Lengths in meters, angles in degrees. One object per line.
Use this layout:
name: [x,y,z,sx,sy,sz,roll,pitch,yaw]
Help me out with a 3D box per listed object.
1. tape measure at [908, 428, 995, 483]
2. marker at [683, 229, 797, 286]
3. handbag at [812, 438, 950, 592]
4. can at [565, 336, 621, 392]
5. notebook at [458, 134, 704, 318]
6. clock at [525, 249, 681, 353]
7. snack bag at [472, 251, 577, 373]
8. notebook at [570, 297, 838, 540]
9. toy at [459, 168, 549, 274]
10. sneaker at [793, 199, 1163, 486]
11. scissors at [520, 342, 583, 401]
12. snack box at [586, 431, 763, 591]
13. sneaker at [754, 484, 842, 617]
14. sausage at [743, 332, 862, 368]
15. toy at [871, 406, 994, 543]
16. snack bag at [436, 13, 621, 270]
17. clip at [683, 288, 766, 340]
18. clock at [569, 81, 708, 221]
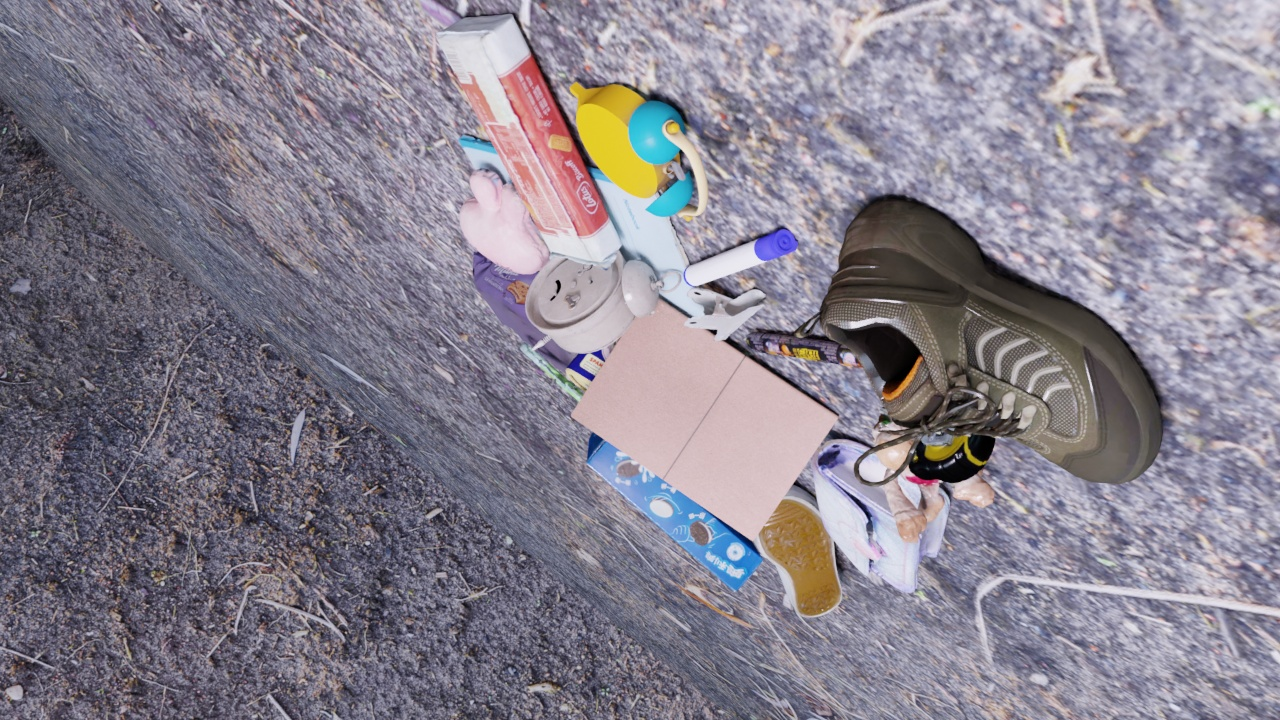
tape measure: [0.234,0.060,0.690,0.034,0.061,0.061,31,160,-23]
marker: [0.076,-0.080,0.734,0.020,0.020,0.142,45,158,-14]
handbag: [0.223,0.152,0.889,0.126,0.069,0.159,30,160,28]
can: [-0.005,0.005,0.926,0.116,0.092,0.056,31,167,23]
notebook: [-0.054,-0.124,0.875,0.254,0.009,0.181,22,153,38]
clock: [-0.030,-0.057,0.844,0.157,0.103,0.061,-9,142,29]
snack bag: [-0.116,-0.051,1.036,0.205,0.058,0.096,32,159,37]
notebook: [0.058,0.052,0.862,0.209,0.141,0.008,34,-173,7]
toy: [-0.135,-0.138,0.901,0.108,0.053,0.105,33,144,22]
sneaker: [0.199,0.020,0.557,0.238,0.142,0.101,38,159,3]
scissors: [-0.082,0.023,0.964,0.172,0.023,0.171,46,177,27]
snack box: [0.036,0.169,1.153,0.239,0.056,0.195,42,-179,-4]
sneaker: [0.183,0.211,1.089,0.079,0.087,0.236,-111,-5,-50]
sausage: [0.140,-0.010,0.766,0.155,0.020,0.020,11,145,51]
toy: [0.229,0.081,0.747,0.085,0.074,0.106,-39,79,38]
snack bag: [-0.087,-0.177,0.765,0.077,0.041,0.225,18,148,43]
clip: [0.065,-0.036,0.800,0.055,0.045,0.102,8,162,-12]
clock: [0.000,-0.156,0.680,0.130,0.043,0.099,36,160,29]
